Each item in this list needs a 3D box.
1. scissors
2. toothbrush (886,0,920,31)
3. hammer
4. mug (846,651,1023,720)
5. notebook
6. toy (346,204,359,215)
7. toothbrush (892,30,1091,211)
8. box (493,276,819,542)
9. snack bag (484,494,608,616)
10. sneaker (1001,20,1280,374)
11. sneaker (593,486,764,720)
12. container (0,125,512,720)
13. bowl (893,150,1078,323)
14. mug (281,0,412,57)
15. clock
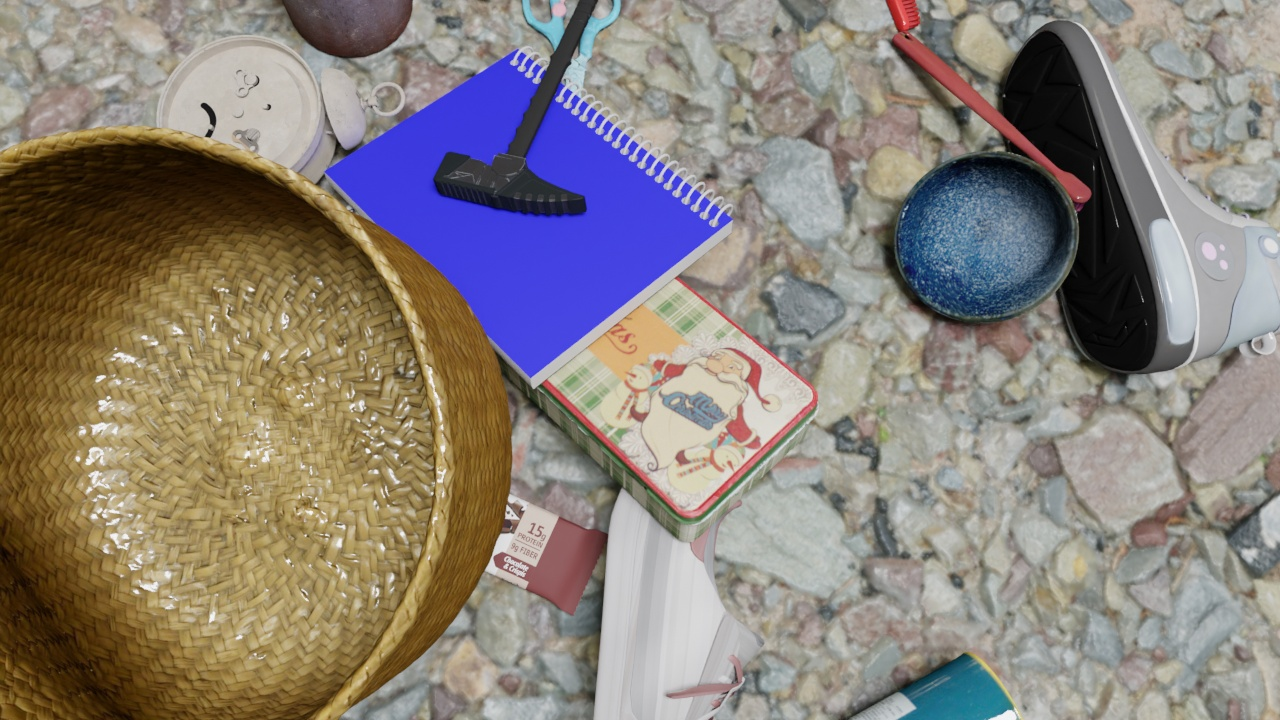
[{"bbox_3d":[-0.040,-0.216,0.659,0.076,0.015,0.141,-9,86,-8],"label":"scissors"},{"bbox_3d":[0.171,-0.347,0.702,0.018,0.012,0.212,-17,81,-9],"label":"toothbrush"},{"bbox_3d":[-0.034,-0.234,0.624,0.095,0.015,0.324,14,65,11],"label":"hammer"},{"bbox_3d":[0.164,0.237,0.555,0.121,0.078,0.078,-22,81,-5],"label":"mug"},{"bbox_3d":[-0.070,-0.103,0.583,0.171,0.022,0.209,-39,67,-19],"label":"notebook"},{"bbox_3d":[-0.166,-0.075,0.601,0.122,0.038,0.079,-22,79,-13],"label":"toy"},{"bbox_3d":[0.241,-0.170,0.642,0.016,0.016,0.190,-25,62,-19],"label":"toothbrush"},{"bbox_3d":[-0.003,0.003,0.558,0.117,0.051,0.205,-37,65,-22],"label":"box"},{"bbox_3d":[-0.103,0.103,0.584,0.158,0.013,0.057,25,76,0],"label":"snack bag"},{"bbox_3d":[0.363,-0.121,0.644,0.160,0.093,0.256,-8,78,-16],"label":"sneaker"},{"bbox_3d":[0.026,0.184,0.538,0.089,0.099,0.236,1,76,9],"label":"sneaker"},{"bbox_3d":[-0.214,0.048,0.467,0.307,0.196,0.307,0,89,9],"label":"container"},{"bbox_3d":[0.235,-0.089,0.624,0.114,0.060,0.114,10,114,22],"label":"bowl"},{"bbox_3d":[-0.193,-0.278,0.605,0.096,0.110,0.122,32,77,-4],"label":"mug"},{"bbox_3d":[-0.230,-0.155,0.601,0.157,0.061,0.103,-12,80,0],"label":"clock"}]
